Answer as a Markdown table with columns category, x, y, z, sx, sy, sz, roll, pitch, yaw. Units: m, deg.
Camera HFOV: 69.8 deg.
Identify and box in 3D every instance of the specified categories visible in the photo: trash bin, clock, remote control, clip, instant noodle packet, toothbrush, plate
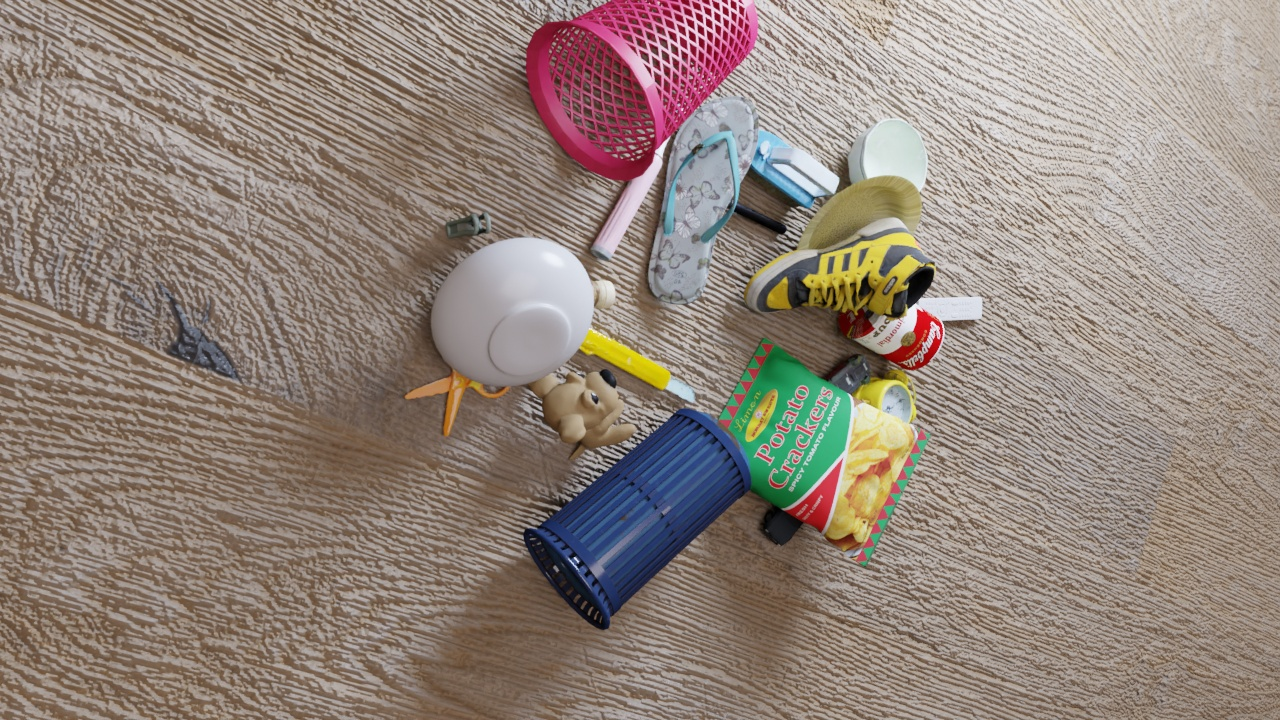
| category | x | y | z | sx | sy | sz | roll | pitch | yaw |
| --- | --- | --- | --- | --- | --- | --- | --- | --- | --- |
| trash bin | 0.005 | 0.171 | 1.054 | 0.249 | 0.139 | 0.139 | -38 | 109 | -23 |
| clock | 0.342 | 0.059 | 1.275 | 0.118 | 0.057 | 0.083 | -25 | 104 | -34 |
| remote control | 0.455 | -0.076 | 1.354 | 0.130 | 0.012 | 0.033 | -3 | 96 | -28 |
| clip | -0.187 | -0.142 | 0.973 | 0.050 | 0.078 | 0.023 | -10 | 97 | -13 |
| instant noodle packet | 0.223 | 0.115 | 1.179 | 0.253 | 0.090 | 0.195 | 30 | 77 | 1 |
| toothbrush | 0.002 | -0.218 | 1.098 | 0.026 | 0.027 | 0.222 | 34 | 76 | -26 |
| plate | 0.279 | -0.175 | 1.208 | 0.184 | 0.036 | 0.185 | -16 | 139 | -14 |

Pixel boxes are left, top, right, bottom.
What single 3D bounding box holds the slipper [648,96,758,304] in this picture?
| category | x | y | z | sx | sy | sz | roll | pitch | yaw |
| --- | --- | --- | --- | --- | --- | --- | --- | --- | --- |
| slipper | 0.068 | -0.200 | 1.104 | 0.098 | 0.055 | 0.268 | 19 | 88 | 3 |

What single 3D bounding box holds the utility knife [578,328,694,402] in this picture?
| category | x | y | z | sx | sy | sz | roll | pitch | yaw |
| --- | --- | --- | --- | --- | --- | --- | --- | --- | --- |
| utility knife | -0.007 | 0.006 | 1.106 | 0.191 | 0.018 | 0.030 | 28 | 84 | -23 |

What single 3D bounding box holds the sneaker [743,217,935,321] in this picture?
| category | x | y | z | sx | sy | sz | roll | pitch | yaw |
| --- | --- | --- | --- | --- | --- | --- | --- | --- | --- |
| sneaker | 0.259 | -0.092 | 1.158 | 0.238 | 0.122 | 0.086 | -24 | 136 | -8 |

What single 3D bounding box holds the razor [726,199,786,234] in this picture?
| category | x | y | z | sx | sy | sz | roll | pitch | yaw |
| --- | --- | --- | --- | --- | --- | --- | --- | --- | --- |
| razor | 0.131 | -0.190 | 1.170 | 0.144 | 0.022 | 0.042 | 17 | 85 | -28 |

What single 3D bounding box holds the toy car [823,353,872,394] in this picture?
| category | x | y | z | sx | sy | sz | roll | pitch | yaw |
| --- | --- | --- | --- | --- | --- | --- | --- | --- | --- |
| toy car | 0.274 | 0.028 | 1.248 | 0.091 | 0.036 | 0.042 | -40 | 110 | -22 |

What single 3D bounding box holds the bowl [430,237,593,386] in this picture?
| category | x | y | z | sx | sy | sz | roll | pitch | yaw |
| --- | --- | --- | --- | --- | --- | --- | --- | --- | --- |
| bowl | -0.124 | -0.036 | 0.955 | 0.176 | 0.066 | 0.177 | -16 | 132 | -18 |

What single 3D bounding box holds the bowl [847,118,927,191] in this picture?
| category | x | y | z | sx | sy | sz | roll | pitch | yaw |
| --- | --- | --- | --- | --- | --- | --- | --- | --- | --- |
| bowl | 0.328 | -0.266 | 1.251 | 0.117 | 0.061 | 0.117 | -2 | 93 | -28 |

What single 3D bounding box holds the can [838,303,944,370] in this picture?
| category | x | y | z | sx | sy | sz | roll | pitch | yaw |
| --- | --- | --- | --- | --- | --- | --- | --- | --- | --- |
| can | 0.342 | -0.048 | 1.253 | 0.116 | 0.087 | 0.086 | 26 | 80 | -27 |

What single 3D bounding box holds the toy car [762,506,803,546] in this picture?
| category | x | y | z | sx | sy | sz | roll | pitch | yaw |
| --- | --- | --- | --- | --- | --- | --- | --- | --- | --- |
| toy car | 0.208 | 0.195 | 1.221 | 0.112 | 0.034 | 0.046 | -48 | 112 | -18 |

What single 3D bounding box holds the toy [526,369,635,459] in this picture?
| category | x | y | z | sx | sy | sz | roll | pitch | yaw |
| --- | --- | --- | --- | --- | --- | --- | --- | --- | --- |
| toy | -0.063 | 0.060 | 1.042 | 0.106 | 0.134 | 0.108 | -39 | 138 | 1 |

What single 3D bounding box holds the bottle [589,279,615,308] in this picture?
| category | x | y | z | sx | sy | sz | roll | pitch | yaw |
| --- | --- | --- | --- | --- | --- | --- | --- | --- | --- |
| bottle | -0.108 | -0.074 | 1.025 | 0.165 | 0.060 | 0.059 | -3 | 93 | -29 |

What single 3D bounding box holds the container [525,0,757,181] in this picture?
| category | x | y | z | sx | sy | sz | roll | pitch | yaw |
| --- | --- | --- | --- | --- | --- | --- | --- | --- | --- |
| container | 0.016 | -0.340 | 1.027 | 0.225 | 0.184 | 0.183 | -44 | 111 | -28 |

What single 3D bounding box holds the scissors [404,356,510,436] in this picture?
| category | x | y | z | sx | sy | sz | roll | pitch | yaw |
| --- | --- | --- | --- | --- | --- | --- | --- | --- | --- |
| scissors | -0.200 | 0.016 | 1.006 | 0.125 | 0.011 | 0.128 | -17 | 99 | -28 |

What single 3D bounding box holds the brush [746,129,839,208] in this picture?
| category | x | y | z | sx | sy | sz | roll | pitch | yaw |
| --- | --- | --- | --- | --- | --- | --- | --- | --- | --- |
| brush | 0.180 | -0.249 | 1.164 | 0.135 | 0.075 | 0.055 | 28 | 78 | -27 |
